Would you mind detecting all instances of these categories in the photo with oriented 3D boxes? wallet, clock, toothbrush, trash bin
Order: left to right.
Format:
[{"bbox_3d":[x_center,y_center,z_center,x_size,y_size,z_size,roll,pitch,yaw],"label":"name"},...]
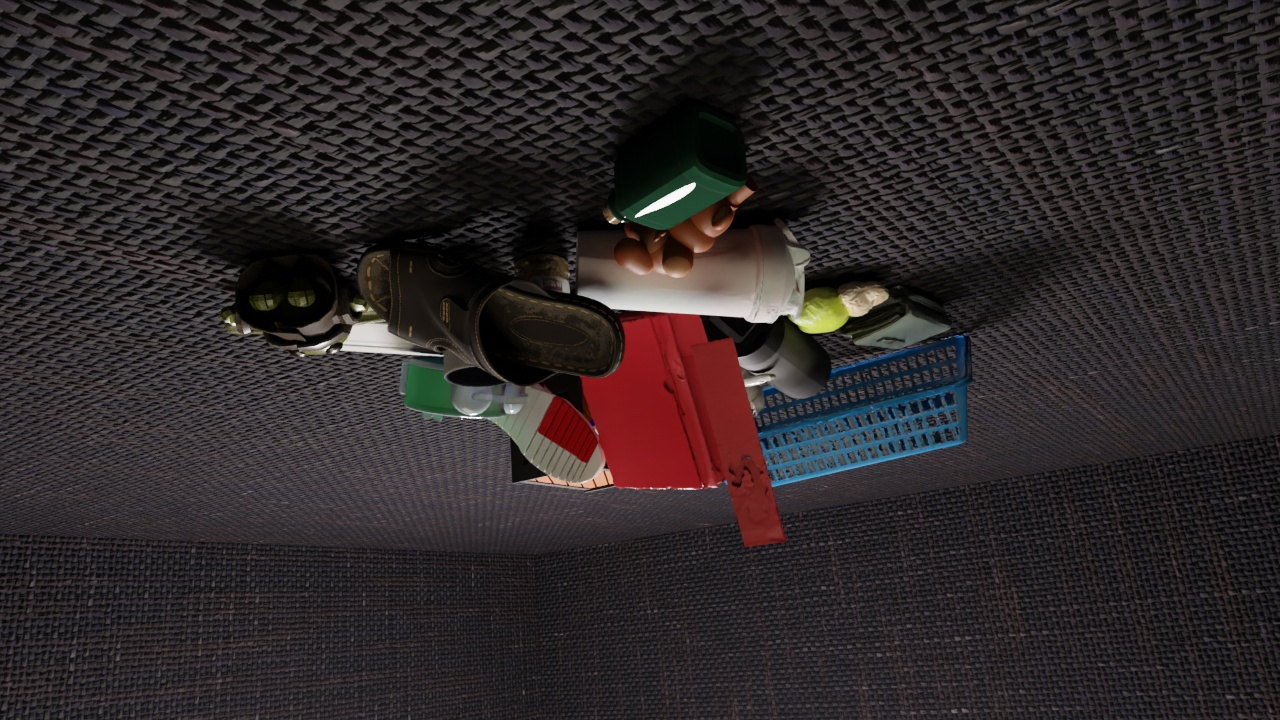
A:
[{"bbox_3d":[-0.203,0.038,1.088,0.162,0.075,0.121,10,-176,36],"label":"clock"},{"bbox_3d":[-0.088,0.114,1.396,0.140,0.139,0.171,-16,160,33],"label":"trash bin"},{"bbox_3d":[0.098,0.037,1.149,0.016,0.017,0.189,-5,172,-41],"label":"toothbrush"},{"bbox_3d":[0.317,-0.048,1.144,0.101,0.054,0.131,-19,163,41],"label":"wallet"}]

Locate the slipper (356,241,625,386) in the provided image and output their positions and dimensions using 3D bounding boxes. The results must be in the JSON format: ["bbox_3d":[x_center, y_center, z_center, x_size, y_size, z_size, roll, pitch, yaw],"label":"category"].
[{"bbox_3d":[-0.145,-0.039,0.840,0.268,0.113,0.075,17,-152,9],"label":"slipper"}]

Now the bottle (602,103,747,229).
[{"bbox_3d":[0.017,-0.142,0.725,0.061,0.061,0.132,12,156,-38],"label":"bottle"}]

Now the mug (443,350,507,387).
[{"bbox_3d":[-0.173,-0.024,0.998,0.078,0.096,0.112,-3,163,-7],"label":"mug"}]

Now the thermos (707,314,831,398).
[{"bbox_3d":[0.166,-0.016,1.144,0.082,0.082,0.240,-13,161,24],"label":"thermos"}]

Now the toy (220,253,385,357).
[{"bbox_3d":[-0.333,-0.048,0.903,0.179,0.078,0.153,-6,166,-6],"label":"toy"}]

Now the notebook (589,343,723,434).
[{"bbox_3d":[0.013,0.045,1.235,0.210,0.022,0.171,-26,-167,49],"label":"notebook"}]

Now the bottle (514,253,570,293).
[{"bbox_3d":[-0.097,-0.049,0.923,0.056,0.105,0.056,-5,163,-2],"label":"bottle"}]

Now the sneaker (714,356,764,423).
[{"bbox_3d":[0.085,0.056,1.269,0.089,0.091,0.243,-42,-170,-27],"label":"sneaker"}]

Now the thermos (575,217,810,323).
[{"bbox_3d":[0.048,-0.087,0.876,0.220,0.099,0.099,1,162,-6],"label":"thermos"}]

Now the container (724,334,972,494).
[{"bbox_3d":[0.277,0.078,1.251,0.363,0.089,0.256,-17,-172,23],"label":"container"}]

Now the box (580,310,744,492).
[{"bbox_3d":[0.010,0.045,1.071,0.153,0.215,0.164,-19,-164,-6],"label":"box"}]

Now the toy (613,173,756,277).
[{"bbox_3d":[0.040,-0.120,0.782,0.065,0.094,0.128,33,132,-26],"label":"toy"}]

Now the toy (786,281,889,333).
[{"bbox_3d":[0.231,-0.065,1.069,0.115,0.046,0.092,-19,160,21],"label":"toy"}]

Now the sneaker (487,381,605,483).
[{"bbox_3d":[-0.128,0.072,1.185,0.237,0.090,0.104,31,-171,21],"label":"sneaker"}]

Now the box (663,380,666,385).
[{"bbox_3d":[-0.006,0.006,1.186,0.042,0.082,0.187,4,160,-39],"label":"box"}]

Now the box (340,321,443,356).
[{"bbox_3d":[-0.294,-0.028,1.080,0.209,0.036,0.130,3,165,-26],"label":"box"}]
